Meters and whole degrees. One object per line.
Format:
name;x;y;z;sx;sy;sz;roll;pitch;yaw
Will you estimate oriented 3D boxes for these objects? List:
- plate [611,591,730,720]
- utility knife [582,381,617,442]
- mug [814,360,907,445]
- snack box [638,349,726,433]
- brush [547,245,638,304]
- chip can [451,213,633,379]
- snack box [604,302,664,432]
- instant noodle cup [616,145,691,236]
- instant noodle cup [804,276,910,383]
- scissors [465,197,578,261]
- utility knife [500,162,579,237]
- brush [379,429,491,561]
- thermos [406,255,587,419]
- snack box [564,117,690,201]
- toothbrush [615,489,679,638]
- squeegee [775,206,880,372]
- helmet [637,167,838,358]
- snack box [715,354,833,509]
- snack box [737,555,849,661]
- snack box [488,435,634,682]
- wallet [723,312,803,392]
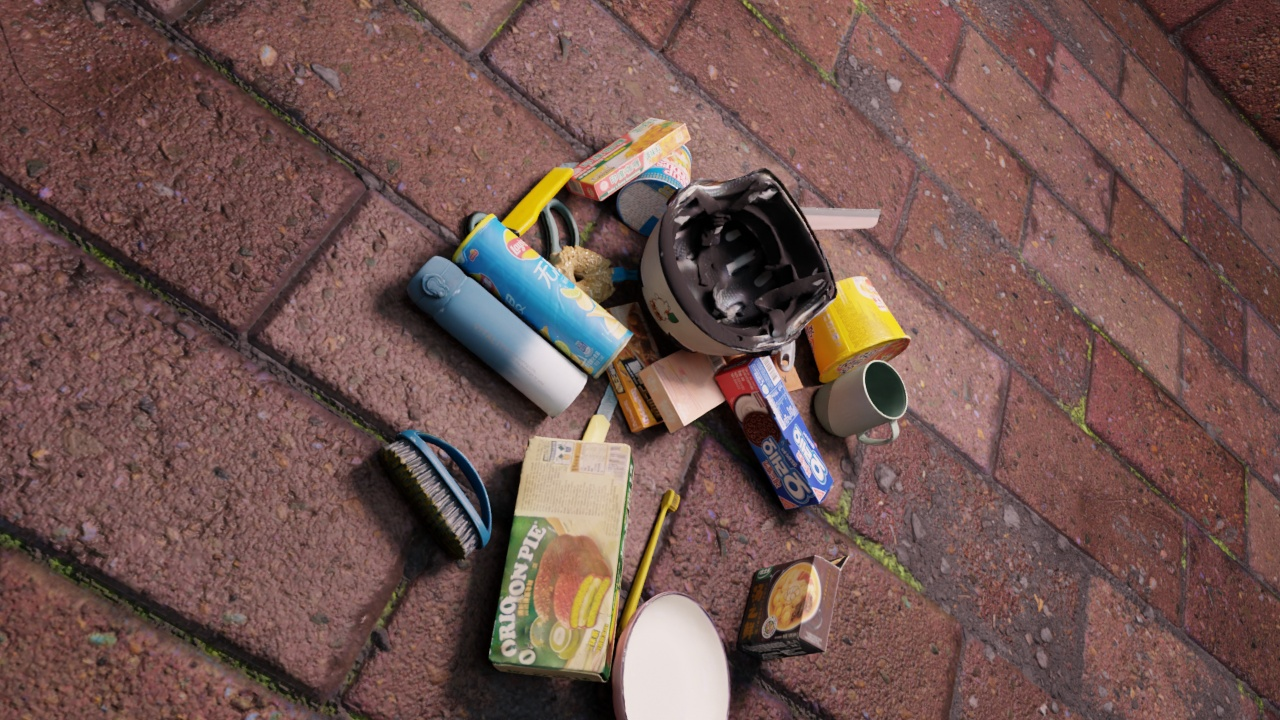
plate;0.028;0.346;0.978;0.192;0.039;0.192;25;58;-47
utility knife;-0.055;0.100;1.063;0.031;0.022;0.211;37;55;-21
mug;0.307;0.068;1.267;0.082;0.107;0.111;-26;86;-40
snack box;0.064;0.027;1.144;0.156;0.026;0.084;-24;86;-55
brush;-0.018;-0.108;1.161;0.254;0.046;0.083;-11;76;-47
chip can;-0.109;-0.071;1.037;0.210;0.071;0.071;40;53;-4
snack box;-0.007;0.007;1.129;0.075;0.026;0.153;-18;82;-43
instant noodle cup;0.025;-0.237;1.222;0.099;0.099;0.109;30;49;-21
instant noodle cup;0.295;-0.046;1.299;0.137;0.138;0.109;-6;65;-36
scissors;-0.123;-0.141;1.122;0.170;0.019;0.180;42;52;-10
utility knife;-0.123;-0.196;1.121;0.033;0.015;0.170;22;52;17
brush;-0.199;0.129;0.930;0.073;0.055;0.144;-38;93;-38
thermos;-0.160;-0.027;1.017;0.220;0.070;0.070;41;53;-14
snack box;-0.018;-0.260;1.178;0.155;0.077;0.027;-38;126;-20
toothbrush;0.010;0.232;1.054;0.016;0.016;0.189;38;53;-23
squeegee;0.202;-0.096;1.262;0.248;0.040;0.249;3;69;5
helmet;0.100;-0.105;1.146;0.273;0.157;0.230;-32;91;-35
snack box;0.174;0.090;1.174;0.057;0.058;0.207;-40;105;-49
snack box;0.180;0.285;1.084;0.053;0.114;0.125;32;55;-19
snack box;-0.076;0.201;0.945;0.114;0.063;0.239;3;63;6
wallet;0.158;-0.010;1.250;0.107;0.031;0.131;-11;78;-35
